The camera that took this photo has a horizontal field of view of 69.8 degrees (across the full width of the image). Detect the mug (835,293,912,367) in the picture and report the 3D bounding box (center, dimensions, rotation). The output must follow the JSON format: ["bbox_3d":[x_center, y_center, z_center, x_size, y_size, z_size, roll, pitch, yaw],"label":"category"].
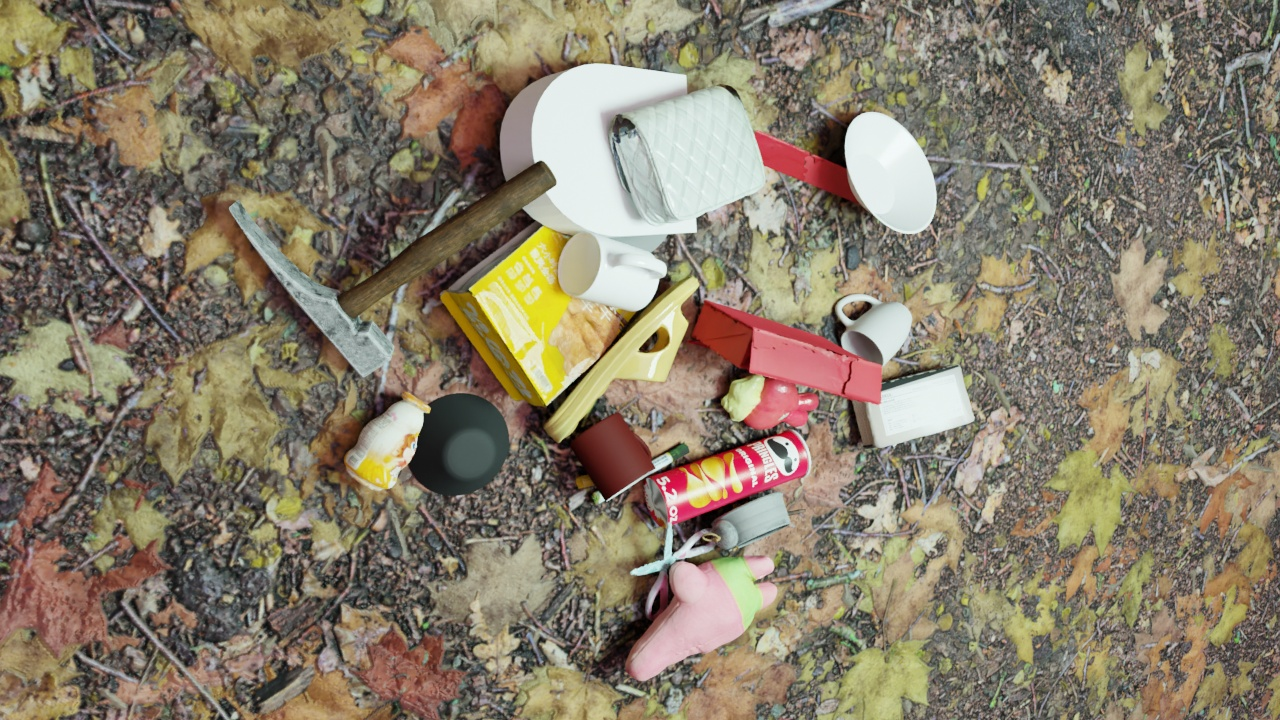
[{"bbox_3d":[0.326,-0.053,1.291,0.089,0.071,0.107,-41,86,-24],"label":"mug"}]

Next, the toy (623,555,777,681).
[{"bbox_3d":[0.076,0.338,1.208,0.236,0.097,0.192,-32,132,-18],"label":"toy"}]

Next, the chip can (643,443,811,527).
[{"bbox_3d":[0.116,0.155,1.215,0.220,0.069,0.069,-16,106,-23],"label":"chip can"}]

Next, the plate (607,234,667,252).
[{"bbox_3d":[-0.028,-0.208,1.098,0.178,0.012,0.178,0,90,-35],"label":"plate"}]

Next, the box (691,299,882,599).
[{"bbox_3d":[0.181,0.100,1.137,0.212,0.148,0.373,14,67,-30],"label":"box"}]

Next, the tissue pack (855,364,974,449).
[{"bbox_3d":[0.394,0.073,1.348,0.181,0.071,0.104,-13,89,-26],"label":"tissue pack"}]

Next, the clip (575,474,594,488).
[{"bbox_3d":[-0.055,0.137,1.154,0.054,0.048,0.046,-11,128,-23],"label":"clip"}]

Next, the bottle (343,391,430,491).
[{"bbox_3d":[-0.277,0.088,1.014,0.063,0.063,0.108,36,83,-27],"label":"bottle"}]

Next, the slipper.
[{"bbox_3d":[-0.007,0.006,1.107,0.078,0.099,0.263,43,84,-2],"label":"slipper"}]

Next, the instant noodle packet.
[{"bbox_3d":[-0.097,-0.076,1.074,0.221,0.084,0.163,-44,115,-29],"label":"instant noodle packet"}]

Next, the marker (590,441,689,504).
[{"bbox_3d":[0.000,0.145,1.187,0.146,0.017,0.017,-27,110,-19],"label":"marker"}]

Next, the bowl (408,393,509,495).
[{"bbox_3d":[-0.203,0.103,1.059,0.124,0.052,0.124,-5,101,-25],"label":"bowl"}]

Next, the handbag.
[{"bbox_3d":[0.055,-0.241,1.077,0.194,0.073,0.139,-28,103,-42],"label":"handbag"}]

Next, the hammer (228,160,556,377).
[{"bbox_3d":[-0.238,-0.145,0.945,0.301,0.037,0.218,-32,113,7],"label":"hammer"}]

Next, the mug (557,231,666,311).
[{"bbox_3d":[-0.023,-0.101,1.029,0.090,0.111,0.073,11,78,-44],"label":"mug"}]

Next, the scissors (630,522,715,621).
[{"bbox_3d":[0.046,0.265,1.205,0.175,0.013,0.171,-28,133,-35],"label":"scissors"}]

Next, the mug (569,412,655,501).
[{"bbox_3d":[-0.026,0.113,1.128,0.082,0.073,0.105,56,34,8],"label":"mug"}]

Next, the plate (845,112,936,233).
[{"bbox_3d":[0.325,-0.246,1.235,0.173,0.036,0.173,12,68,-32],"label":"plate"}]

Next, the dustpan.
[{"bbox_3d":[-0.044,-0.239,1.063,0.257,0.053,0.191,-11,99,-46],"label":"dustpan"}]

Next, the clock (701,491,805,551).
[{"bbox_3d":[0.138,0.215,1.212,0.147,0.104,0.056,-11,70,-39],"label":"clock"}]
